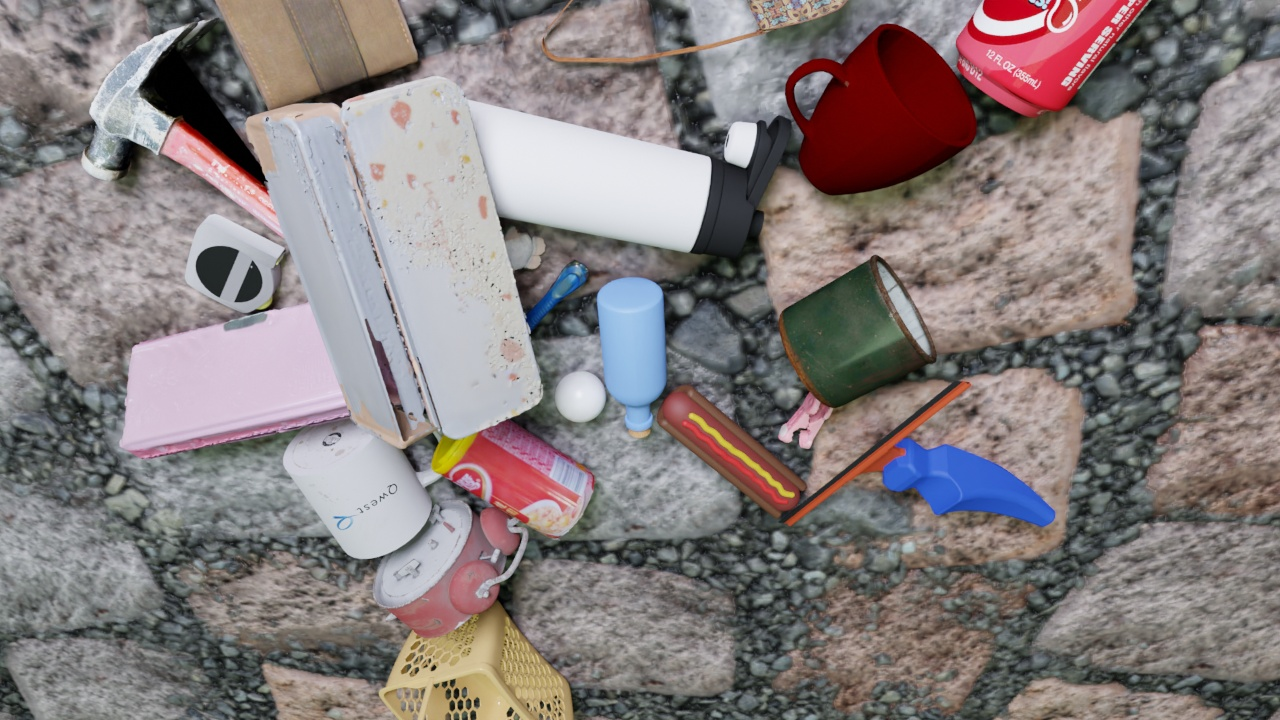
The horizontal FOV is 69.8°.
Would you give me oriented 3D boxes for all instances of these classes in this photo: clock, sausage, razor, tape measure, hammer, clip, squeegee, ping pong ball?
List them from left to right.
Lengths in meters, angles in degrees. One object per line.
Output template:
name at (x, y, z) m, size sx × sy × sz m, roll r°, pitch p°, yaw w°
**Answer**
tape measure at (-0.297, -0.069, 0.675) m, size 0.064 × 0.016 × 0.065 m, roll 28°, pitch 123°, yaw -16°
hammer at (-0.209, -0.083, 0.611) m, size 0.326 × 0.036 × 0.141 m, roll 39°, pitch 120°, yaw -9°
clock at (-0.161, 0.170, 0.780) m, size 0.157 × 0.109 × 0.062 m, roll -18°, pitch 125°, yaw 34°
razor at (-0.085, -0.026, 0.696) m, size 0.044 × 0.018 × 0.141 m, roll 35°, pitch 117°, yaw -21°
ping pong ball at (-0.047, 0.028, 0.719) m, size 0.040 × 0.040 × 0.040 m, roll 1°, pitch 127°, yaw 2°
sausage at (0.075, 0.075, 0.748) m, size 0.040 × 0.040 × 0.155 m, roll -38°, pitch 116°, yaw 26°
clip at (0.138, 0.050, 0.738) m, size 0.044 × 0.023 × 0.060 m, roll 34°, pitch 123°, yaw -26°
squeegee at (0.255, 0.098, 0.746) m, size 0.184 × 0.055 × 0.250 m, roll 20°, pitch 142°, yaw -12°

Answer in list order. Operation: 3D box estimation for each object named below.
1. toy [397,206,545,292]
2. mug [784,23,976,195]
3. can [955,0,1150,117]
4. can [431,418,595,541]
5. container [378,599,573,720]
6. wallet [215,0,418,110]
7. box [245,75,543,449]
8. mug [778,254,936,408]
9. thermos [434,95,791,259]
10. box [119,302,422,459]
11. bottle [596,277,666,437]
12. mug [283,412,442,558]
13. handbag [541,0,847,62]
toy at (-0.127, -0.077, 0.644) m, size 0.112 × 0.050 × 0.087 m, roll 12°, pitch 127°, yaw 2°
mug at (0.130, -0.145, 0.555) m, size 0.114 × 0.087 × 0.089 m, roll 17°, pitch 145°, yaw -29°
can at (0.242, -0.210, 0.505) m, size 0.074 × 0.074 × 0.143 m, roll 23°, pitch 124°, yaw -13°
can at (-0.103, 0.090, 0.751) m, size 0.124 × 0.066 × 0.067 m, roll 35°, pitch 121°, yaw -21°
container at (-0.154, 0.348, 0.884) m, size 0.129 × 0.166 × 0.183 m, roll -20°, pitch 123°, yaw 17°
wallet at (-0.197, -0.217, 0.534) m, size 0.098 × 0.027 × 0.121 m, roll -25°, pitch 124°, yaw -14°
box at (-0.146, -0.058, 0.569) m, size 0.115 × 0.095 × 0.217 m, roll 12°, pitch 124°, yaw 40°
mug at (0.158, -0.015, 0.658) m, size 0.081 × 0.085 × 0.111 m, roll -30°, pitch 155°, yaw 25°
thermos at (-0.028, -0.130, 0.589) m, size 0.230 × 0.068 × 0.101 m, roll 11°, pitch 113°, yaw -6°
box at (-0.271, 0.023, 0.718) m, size 0.233 × 0.099 × 0.107 m, roll -13°, pitch 158°, yaw 11°
bottle at (-0.004, 0.004, 0.694) m, size 0.048 × 0.048 × 0.131 m, roll -1°, pitch 126°, yaw 4°
mug at (-0.215, 0.091, 0.758) m, size 0.119 × 0.083 × 0.096 m, roll -28°, pitch 125°, yaw -11°
handbag at (0.028, -0.222, 0.542) m, size 0.196 × 0.043 × 0.093 m, roll -17°, pitch 128°, yaw 25°
